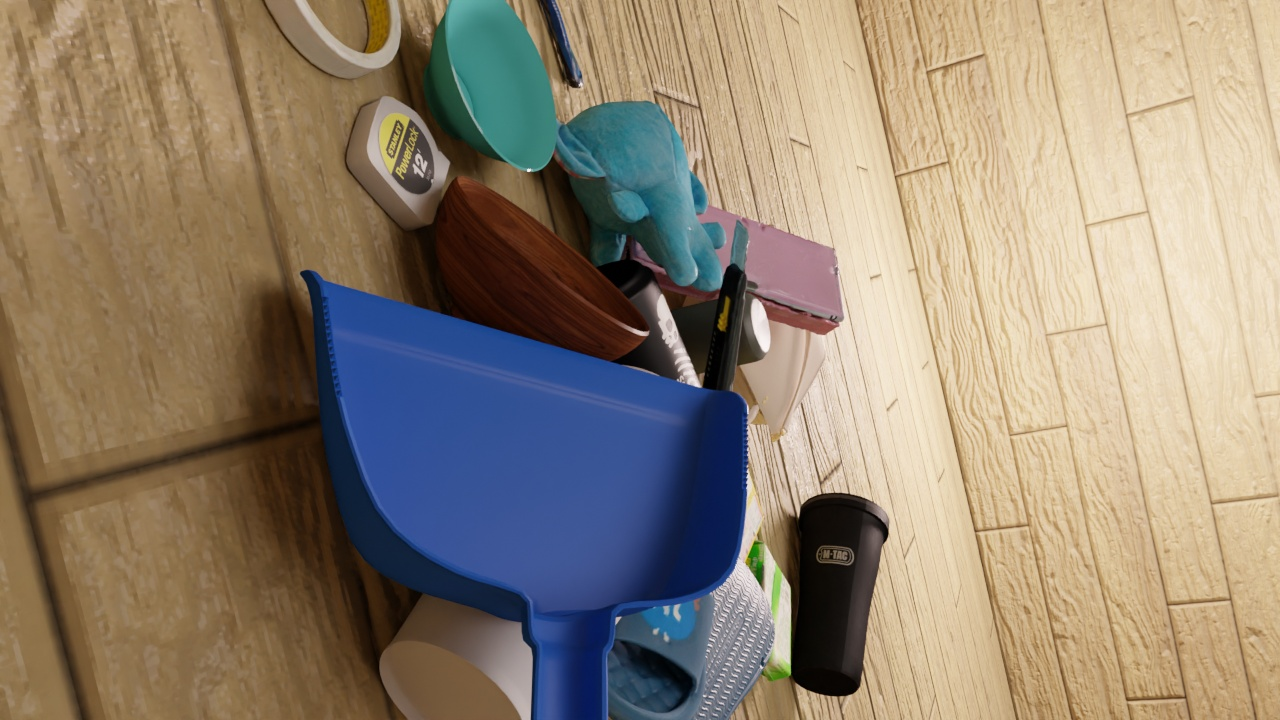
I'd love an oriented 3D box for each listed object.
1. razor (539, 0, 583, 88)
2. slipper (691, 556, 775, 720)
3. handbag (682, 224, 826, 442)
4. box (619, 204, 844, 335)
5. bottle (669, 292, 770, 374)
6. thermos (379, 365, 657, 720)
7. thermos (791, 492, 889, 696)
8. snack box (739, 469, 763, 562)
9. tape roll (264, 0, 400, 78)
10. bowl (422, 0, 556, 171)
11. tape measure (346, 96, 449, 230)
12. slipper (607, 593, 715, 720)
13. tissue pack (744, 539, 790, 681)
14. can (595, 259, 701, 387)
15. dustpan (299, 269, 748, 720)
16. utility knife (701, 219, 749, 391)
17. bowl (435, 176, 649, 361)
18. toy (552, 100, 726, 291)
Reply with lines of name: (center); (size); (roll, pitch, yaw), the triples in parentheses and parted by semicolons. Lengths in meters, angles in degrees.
razor: (-0.074, -0.294, 0.756); (0.043, 0.018, 0.141); (-43, 121, -62)
slipper: (0.047, 0.226, 0.725); (0.104, 0.059, 0.213); (63, 33, -9)
handbag: (0.103, -0.008, 0.929); (0.195, 0.101, 0.197); (61, 42, -32)
box: (0.088, -0.094, 0.845); (0.232, 0.041, 0.098); (16, 63, -25)
bottle: (0.052, -0.019, 0.786); (0.060, 0.109, 0.060); (39, 45, -54)
thermos: (-0.045, 0.106, 0.518); (0.221, 0.132, 0.131); (-52, 126, -50)
thermos: (0.220, 0.259, 1.035); (0.106, 0.106, 0.218); (57, 37, -37)
snack box: (0.079, 0.155, 0.863); (0.152, 0.025, 0.075); (-47, 121, -61)
tape roll: (-0.170, -0.205, 0.506); (0.094, 0.019, 0.094); (40, 44, -53)
bowl: (-0.106, -0.176, 0.597); (0.121, 0.046, 0.121); (39, 45, -54)
tape measure: (-0.139, -0.116, 0.534); (0.065, 0.017, 0.064); (50, 37, -46)
slipper: (0.015, 0.165, 0.649); (0.104, 0.059, 0.213); (36, 33, -17)
tissue pack: (0.121, 0.243, 0.900); (0.113, 0.034, 0.099); (-78, 149, -43)
can: (-0.004, 0.004, 0.689); (0.146, 0.080, 0.080); (66, 27, -24)
dustpan: (-0.043, 0.091, 0.414); (0.245, 0.060, 0.257); (16, 58, -28)
utility knife: (0.067, -0.014, 0.733); (0.020, 0.029, 0.198); (5, 95, -38)
bowl: (-0.072, -0.038, 0.557); (0.147, 0.069, 0.147); (39, 10, -8)
toy: (0.001, -0.120, 0.729); (0.183, 0.115, 0.180); (7, 51, -51)
